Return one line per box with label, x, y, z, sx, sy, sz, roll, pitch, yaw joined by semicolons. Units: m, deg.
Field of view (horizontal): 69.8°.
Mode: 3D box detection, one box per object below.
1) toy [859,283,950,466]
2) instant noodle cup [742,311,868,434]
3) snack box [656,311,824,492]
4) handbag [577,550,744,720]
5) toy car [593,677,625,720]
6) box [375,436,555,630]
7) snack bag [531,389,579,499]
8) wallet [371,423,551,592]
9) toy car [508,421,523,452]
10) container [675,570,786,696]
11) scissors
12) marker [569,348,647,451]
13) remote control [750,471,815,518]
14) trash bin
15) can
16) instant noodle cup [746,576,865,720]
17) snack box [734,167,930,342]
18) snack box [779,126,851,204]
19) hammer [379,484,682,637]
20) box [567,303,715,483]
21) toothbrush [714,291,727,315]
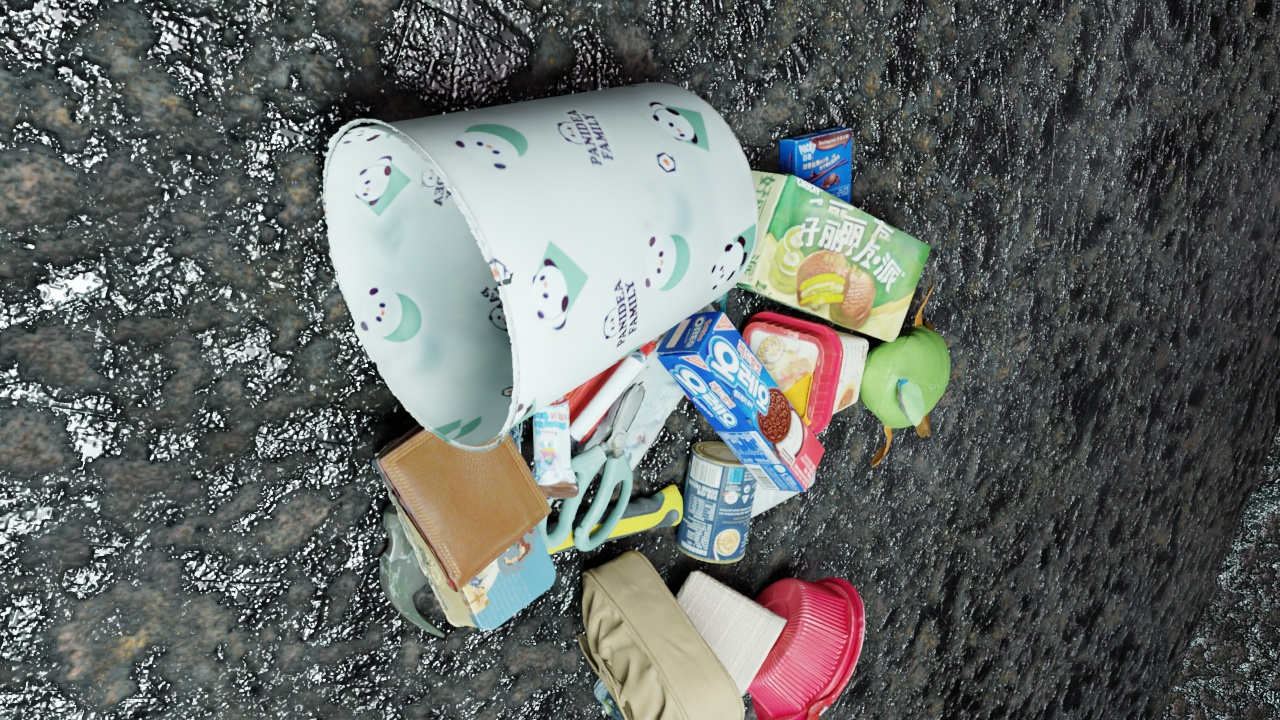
toy;0.316;0.019;1.087;0.246;0.090;0.227;5;98;-63
instant noodle cup;0.177;0.009;0.979;0.124;0.117;0.116;-8;111;-50
snack box;0.099;0.044;0.881;0.207;0.057;0.058;50;56;-29
handbag;0.007;0.290;0.877;0.099;0.204;0.148;-20;135;-23
toy car;-0.019;0.369;0.994;0.042;0.034;0.090;-49;132;-18
box;-0.144;0.123;0.748;0.089;0.060;0.184;-33;107;-40
snack bag;-0.076;0.067;0.782;0.045;0.026;0.105;-1;84;-13
wallet;-0.135;0.098;0.703;0.101;0.032;0.124;-38;107;-36
toy car;-0.121;0.049;0.784;0.031;0.049;0.106;-14;115;-33
container;0.086;0.286;0.985;0.090;0.111;0.090;-57;166;-8
scissors;-0.028;0.100;0.848;0.139;0.019;0.180;35;84;-50
marker;-0.040;0.041;0.813;0.130;0.018;0.022;-51;130;-10
remote control;0.151;0.141;1.059;0.135;0.020;0.056;-20;119;-33
trash bin;-0.062;-0.089;0.675;0.251;0.230;0.230;-27;121;-35
can;0.082;0.147;0.967;0.075;0.075;0.111;-2;107;-39
instant noodle cup;0.169;0.323;1.053;0.066;0.194;0.193;34;82;-15
snack box;0.189;-0.102;0.936;0.239;0.063;0.114;16;96;-39
snack box;0.186;-0.162;0.973;0.084;0.026;0.157;-20;118;-32
hammer;-0.089;0.170;0.866;0.322;0.032;0.126;-6;109;-38
box;-0.005;0.005;0.874;0.200;0.038;0.158;-54;140;-12
toothbrush;0.081;-0.009;0.924;0.018;0.016;0.192;-31;137;-25
